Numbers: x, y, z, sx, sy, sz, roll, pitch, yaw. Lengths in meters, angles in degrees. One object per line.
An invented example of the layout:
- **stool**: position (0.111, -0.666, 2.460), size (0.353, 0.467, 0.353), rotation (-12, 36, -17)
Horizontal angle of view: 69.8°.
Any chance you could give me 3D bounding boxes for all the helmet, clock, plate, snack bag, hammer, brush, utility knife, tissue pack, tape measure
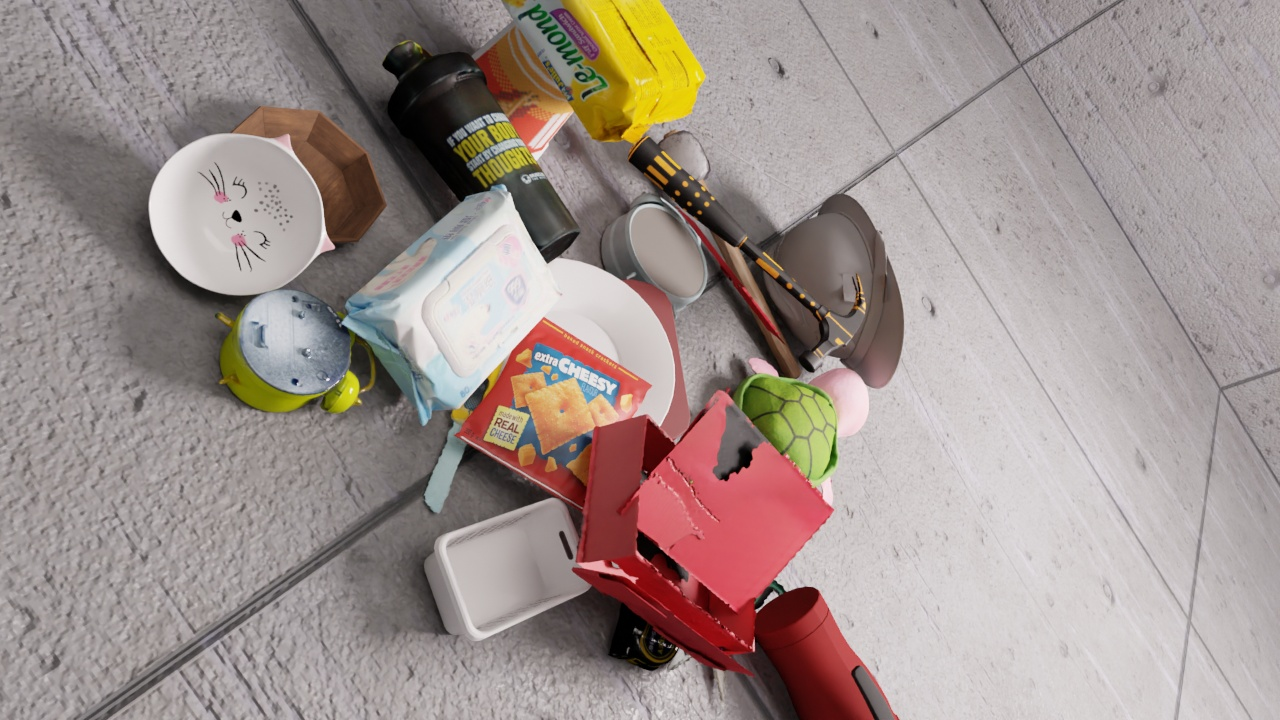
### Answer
- **helmet**: position (0.212, -0.084, 1.114), size (0.117, 0.184, 0.270), rotation (-4, 52, -13)
- **clock**: position (-0.247, -0.003, 0.673), size (0.119, 0.057, 0.083), rotation (10, 60, -41)
- **plate**: position (-0.276, -0.147, 0.751), size (0.131, 0.025, 0.131), rotation (23, 53, -34)
- **snack bag**: position (-0.038, -0.324, 0.868), size (0.247, 0.068, 0.159), rotation (56, 40, -4)
- **hammer**: position (0.114, -0.133, 1.010), size (0.320, 0.036, 0.123), rotation (43, 71, 1)
- **plate**: position (-0.067, -0.001, 0.844), size (0.208, 0.015, 0.208), rotation (9, 62, -19)
- **brush**: position (-0.005, 0.005, 0.905), size (0.082, 0.042, 0.173), rotation (3, 65, -24)
- **clock**: position (0.020, -0.120, 1.012), size (0.122, 0.045, 0.159), rotation (37, 46, -25)
- **utility knife**: position (-0.138, 0.027, 0.780), size (0.030, 0.019, 0.224), rotation (18, 61, -4)
- **hammer**: position (0.110, -0.122, 1.089), size (0.328, 0.052, 0.098), rotation (62, 10, -6)
- **snack bag**: position (-0.071, 0.042, 0.786), size (0.131, 0.039, 0.143), rotation (32, 55, -9)
- **tissue pack**: position (-0.146, -0.046, 0.738), size (0.181, 0.070, 0.112), rotation (-53, 134, -36)
- **tape measure**: position (0.005, 0.237, 0.799), size (0.061, 0.034, 0.061), rotation (31, 59, -23)

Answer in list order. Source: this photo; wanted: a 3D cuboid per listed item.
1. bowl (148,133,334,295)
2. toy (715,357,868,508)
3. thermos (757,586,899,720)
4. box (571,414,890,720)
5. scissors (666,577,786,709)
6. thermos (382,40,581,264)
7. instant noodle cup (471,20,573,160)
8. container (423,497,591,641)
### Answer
- **bowl**: position (-0.291, -0.106, 0.671), size (0.114, 0.050, 0.115), rotation (-3, 101, -17)
- **toy**: position (0.171, 0.073, 1.019), size (0.237, 0.088, 0.190), rotation (-13, 70, -41)
- **thermos**: position (0.193, 0.320, 0.873), size (0.083, 0.108, 0.198), rotation (-33, 96, -29)
- **box**: position (0.088, 0.247, 0.650), size (0.214, 0.171, 0.478), rotation (48, -1, -40)
- **scissors**: position (0.069, 0.218, 0.888), size (0.201, 0.015, 0.204), rotation (-21, 84, -50)
- **thermos**: position (-0.145, -0.186, 0.840), size (0.221, 0.098, 0.097), rotation (54, 41, 3)
- **instant noodle cup**: position (-0.109, -0.283, 0.921), size (0.123, 0.121, 0.123), rotation (23, 53, -34)
- **container**: position (-0.107, 0.164, 0.718), size (0.129, 0.050, 0.080), rotation (-12, 76, -47)
